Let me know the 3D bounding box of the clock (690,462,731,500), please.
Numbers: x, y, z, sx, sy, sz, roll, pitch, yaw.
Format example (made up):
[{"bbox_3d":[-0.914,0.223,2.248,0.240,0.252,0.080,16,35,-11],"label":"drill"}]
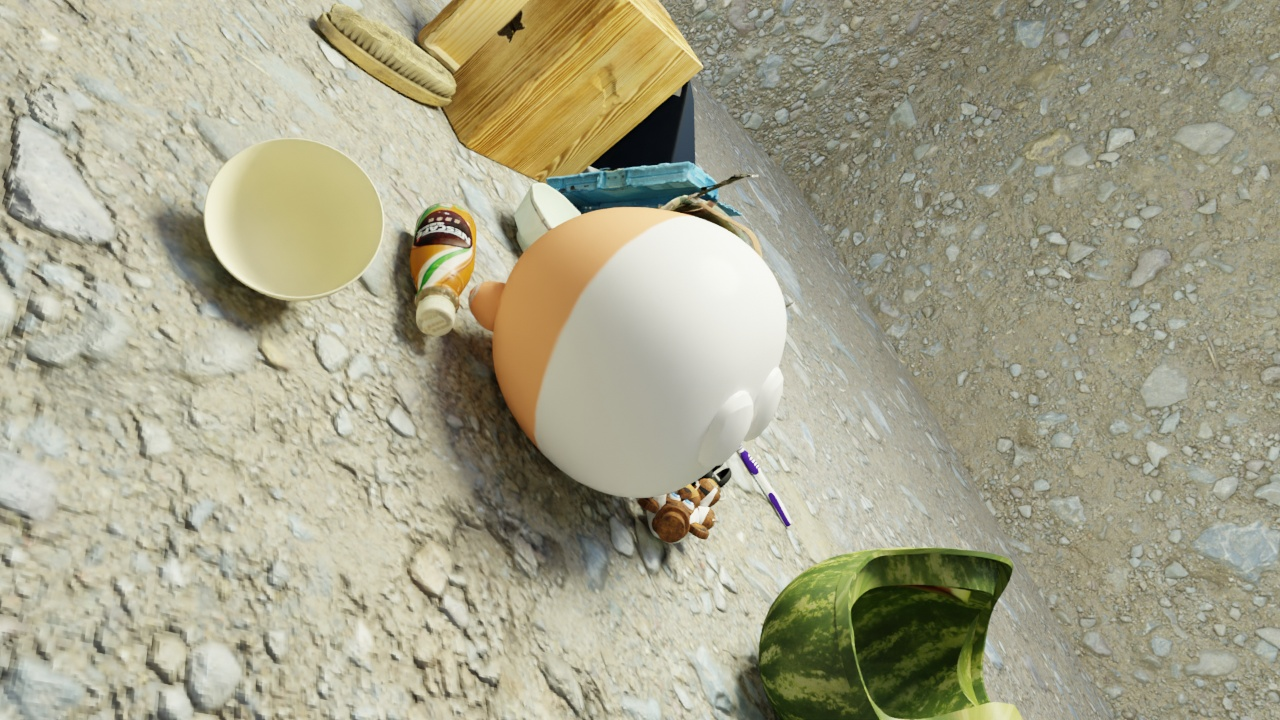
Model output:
[{"bbox_3d":[0.065,0.113,1.085,0.091,0.043,0.120,19,39,-57],"label":"clock"}]

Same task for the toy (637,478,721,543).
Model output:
[{"bbox_3d":[0.037,0.150,0.936,0.087,0.067,0.112,28,8,2],"label":"toy"}]

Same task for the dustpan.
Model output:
[{"bbox_3d":[-0.008,-0.316,1.406,0.080,0.273,0.236,-8,28,-43],"label":"dustpan"}]

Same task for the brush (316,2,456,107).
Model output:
[{"bbox_3d":[-0.291,-0.355,1.074,0.195,0.043,0.059,23,36,-53],"label":"brush"}]

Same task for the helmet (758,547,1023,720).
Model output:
[{"bbox_3d":[0.235,0.292,0.884,0.244,0.247,0.212,95,-4,-59],"label":"helmet"}]

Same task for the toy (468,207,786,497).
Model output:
[{"bbox_3d":[-0.010,-0.012,0.841,0.281,0.266,0.262,30,29,22],"label":"toy"}]

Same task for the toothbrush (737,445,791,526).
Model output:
[{"bbox_3d":[0.156,0.147,1.269,0.186,0.016,0.015,57,21,12],"label":"toothbrush"}]

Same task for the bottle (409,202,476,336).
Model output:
[{"bbox_3d":[-0.183,-0.082,0.841,0.059,0.059,0.166,40,24,-31],"label":"bottle"}]

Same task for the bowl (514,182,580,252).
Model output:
[{"bbox_3d":[-0.110,-0.151,1.111,0.117,0.061,0.117,45,21,-23],"label":"bowl"}]

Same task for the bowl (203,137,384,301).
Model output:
[{"bbox_3d":[-0.251,-0.093,0.672,0.118,0.117,0.074,52,-22,-3],"label":"bowl"}]

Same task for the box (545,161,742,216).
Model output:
[{"bbox_3d":[0.006,-0.225,1.285,0.174,0.232,0.033,22,72,-58],"label":"box"}]

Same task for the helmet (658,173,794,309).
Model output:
[{"bbox_3d":[0.077,-0.118,1.189,0.223,0.237,0.192,-16,90,-31],"label":"helmet"}]

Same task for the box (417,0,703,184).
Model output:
[{"bbox_3d":[-0.106,-0.415,1.240,0.258,0.280,0.220,14,42,-60],"label":"box"}]
